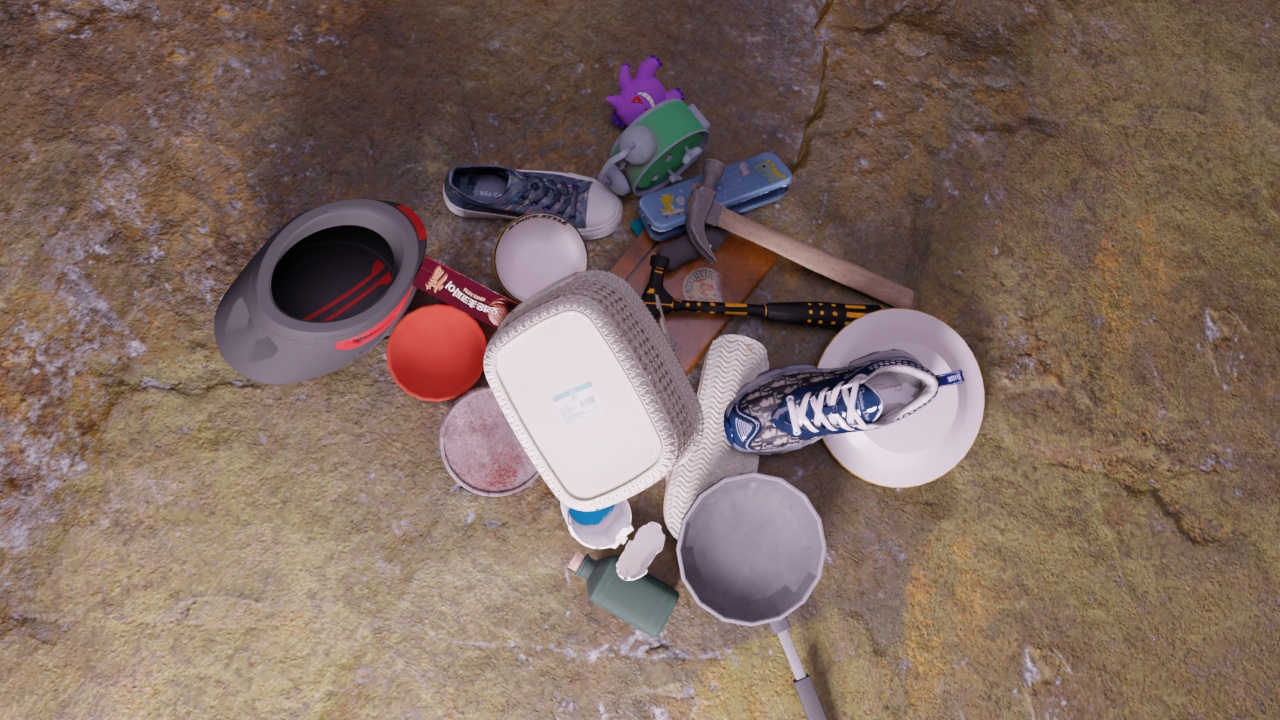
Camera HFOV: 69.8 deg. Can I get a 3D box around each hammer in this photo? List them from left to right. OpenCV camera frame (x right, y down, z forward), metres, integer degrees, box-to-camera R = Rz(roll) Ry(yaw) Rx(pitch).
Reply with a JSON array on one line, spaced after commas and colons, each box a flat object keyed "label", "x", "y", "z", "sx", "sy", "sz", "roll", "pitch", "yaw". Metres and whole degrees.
[{"label": "hammer", "x": 0.159, "y": -0.060, "z": 1.170, "sx": 0.320, "sy": 0.036, "sz": 0.123, "roll": 4, "pitch": 95, "yaw": -10}, {"label": "hammer", "x": 0.208, "y": -0.138, "z": 1.183, "sx": 0.331, "sy": 0.031, "sz": 0.119, "roll": 22, "pitch": 82, "yaw": -15}]

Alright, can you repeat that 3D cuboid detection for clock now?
[{"label": "clock", "x": 0.013, "y": -0.260, "z": 1.162, "sx": 0.161, "sy": 0.122, "sz": 0.075, "roll": -32, "pitch": 80, "yaw": -35}]

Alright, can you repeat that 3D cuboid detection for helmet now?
[{"label": "helmet", "x": -0.368, "y": -0.076, "z": 1.073, "sx": 0.264, "sy": 0.170, "sz": 0.164, "roll": -35, "pitch": 91, "yaw": -14}]

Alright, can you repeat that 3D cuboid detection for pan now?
[{"label": "pan", "x": 0.160, "y": 0.303, "z": 1.088, "sx": 0.178, "sy": 0.041, "sz": 0.357, "roll": -22, "pitch": 92, "yaw": -7}]

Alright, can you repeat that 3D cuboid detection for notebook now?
[{"label": "notebook", "x": 0.049, "y": -0.110, "z": 1.197, "sx": 0.178, "sy": 0.014, "sz": 0.249, "roll": 37, "pitch": 77, "yaw": 3}]

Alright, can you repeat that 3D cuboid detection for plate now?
[{"label": "plate", "x": 0.332, "y": 0.047, "z": 1.164, "sx": 0.229, "sy": 0.021, "sz": 0.229, "roll": 0, "pitch": 88, "yaw": -7}]

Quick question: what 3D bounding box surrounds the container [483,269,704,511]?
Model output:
[{"label": "container", "x": -0.051, "y": 0.035, "z": 0.952, "sx": 0.185, "sy": 0.142, "sz": 0.246, "roll": -30, "pitch": 94, "yaw": 11}]

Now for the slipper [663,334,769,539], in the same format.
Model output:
[{"label": "slipper", "x": 0.091, "y": 0.097, "z": 1.134, "sx": 0.115, "sy": 0.052, "sz": 0.262, "roll": 15, "pitch": 85, "yaw": -5}]

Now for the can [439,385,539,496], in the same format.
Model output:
[{"label": "can", "x": -0.174, "y": 0.095, "z": 1.101, "sx": 0.130, "sy": 0.044, "sz": 0.130, "roll": 0, "pitch": 91, "yaw": -13}]

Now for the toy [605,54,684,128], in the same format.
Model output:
[{"label": "toy", "x": 0.000, "y": -0.347, "z": 1.223, "sx": 0.088, "sy": 0.056, "sz": 0.106, "roll": -50, "pitch": 121, "yaw": -15}]

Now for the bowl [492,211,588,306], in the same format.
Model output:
[{"label": "bowl", "x": -0.128, "y": -0.125, "z": 1.150, "sx": 0.117, "sy": 0.068, "sz": 0.117, "roll": -1, "pitch": 95, "yaw": -14}]

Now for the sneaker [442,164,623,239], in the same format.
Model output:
[{"label": "sneaker", "x": -0.137, "y": -0.215, "z": 1.170, "sx": 0.235, "sy": 0.079, "sz": 0.087, "roll": 8, "pitch": 77, "yaw": -3}]

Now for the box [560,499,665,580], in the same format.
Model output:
[{"label": "box", "x": -0.035, "y": 0.185, "z": 1.055, "sx": 0.084, "sy": 0.162, "sz": 0.112, "roll": -45, "pitch": 97, "yaw": -4}]

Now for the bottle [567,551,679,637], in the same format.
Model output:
[{"label": "bottle", "x": -0.025, "y": 0.267, "z": 1.084, "sx": 0.131, "sy": 0.061, "sz": 0.061, "roll": 30, "pitch": 79, "yaw": 2}]

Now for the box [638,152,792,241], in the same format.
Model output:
[{"label": "box", "x": 0.098, "y": -0.220, "z": 1.193, "sx": 0.209, "sy": 0.049, "sz": 0.066, "roll": -21, "pitch": 75, "yaw": -17}]

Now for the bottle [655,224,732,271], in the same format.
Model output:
[{"label": "bottle", "x": 0.074, "y": -0.151, "z": 1.179, "sx": 0.109, "sy": 0.036, "sz": 0.036, "roll": -26, "pitch": 81, "yaw": -10}]

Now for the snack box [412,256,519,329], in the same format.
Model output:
[{"label": "snack box", "x": -0.186, "y": -0.068, "z": 1.094, "sx": 0.132, "sy": 0.152, "sz": 0.036, "roll": 27, "pitch": 90, "yaw": 1}]

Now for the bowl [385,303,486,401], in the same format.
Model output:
[{"label": "bowl", "x": -0.250, "y": -0.007, "z": 1.138, "sx": 0.122, "sy": 0.035, "sz": 0.122, "roll": 1, "pitch": 78, "yaw": -5}]

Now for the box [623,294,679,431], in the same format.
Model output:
[{"label": "box", "x": 0.002, "y": 0.016, "z": 1.075, "sx": 0.095, "sy": 0.145, "sz": 0.186, "roll": -14, "pitch": 108, "yaw": 4}]

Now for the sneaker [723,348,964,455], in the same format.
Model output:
[{"label": "sneaker", "x": 0.233, "y": 0.048, "z": 1.069, "sx": 0.269, "sy": 0.132, "sz": 0.103, "roll": -13, "pitch": 91, "yaw": -9}]
